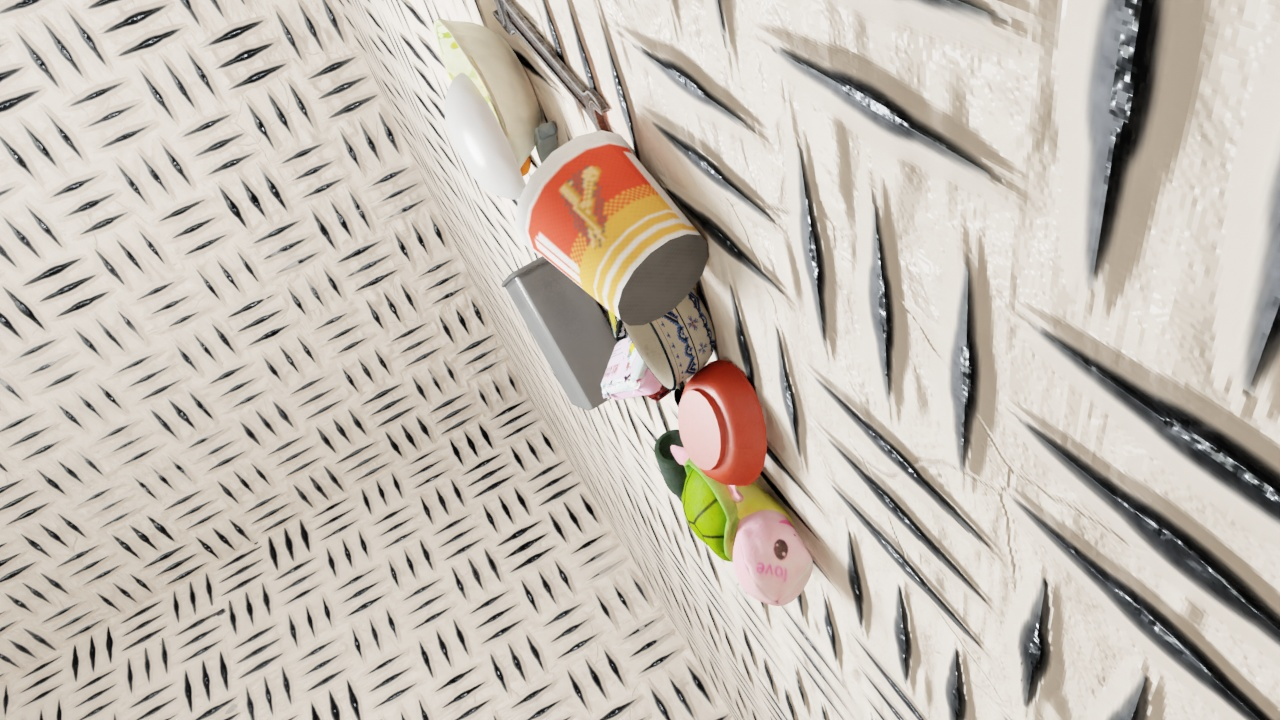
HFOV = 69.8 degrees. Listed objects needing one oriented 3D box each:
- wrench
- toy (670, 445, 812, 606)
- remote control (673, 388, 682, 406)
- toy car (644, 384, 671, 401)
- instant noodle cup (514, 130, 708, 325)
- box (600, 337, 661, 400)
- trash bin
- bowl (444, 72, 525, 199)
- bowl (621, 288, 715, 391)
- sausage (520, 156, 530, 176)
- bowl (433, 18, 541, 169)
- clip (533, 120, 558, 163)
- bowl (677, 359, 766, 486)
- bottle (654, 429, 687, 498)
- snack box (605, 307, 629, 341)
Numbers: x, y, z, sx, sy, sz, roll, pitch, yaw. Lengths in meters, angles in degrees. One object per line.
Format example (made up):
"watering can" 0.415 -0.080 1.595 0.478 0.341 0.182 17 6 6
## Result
"wrench" -0.092 -0.293 0.876 0.273 0.010 0.070 54 168 31
"toy" 0.101 0.167 0.963 0.238 0.087 0.190 48 170 50
"remote control" 0.053 0.064 1.039 0.041 0.020 0.151 61 -176 -9
"toy car" 0.020 0.028 1.106 0.036 0.042 0.091 53 171 -1
"instant noodle cup" -0.018 -0.103 0.761 0.121 0.123 0.123 47 164 26
"box" -0.008 0.006 1.043 0.044 0.086 0.202 28 170 -10
"trash bin" -0.107 -0.046 1.362 0.220 0.097 0.192 61 170 -7
"bowl" -0.181 -0.240 1.017 0.149 0.043 0.150 58 170 16
"bowl" 0.027 -0.036 0.856 0.115 0.059 0.116 58 169 17
"sausage" -0.195 -0.318 1.214 0.164 0.039 0.044 62 170 -8
"bowl" -0.165 -0.308 1.049 0.188 0.060 0.219 64 170 -21
"clip" -0.069 -0.174 1.035 0.143 0.029 0.172 57 170 30
"bowl" 0.069 0.062 0.860 0.122 0.035 0.122 34 130 55
"bottle" 0.059 0.160 1.234 0.055 0.055 0.174 53 168 36
"snack box" -0.033 -0.102 0.961 0.080 0.025 0.147 107 147 -76
